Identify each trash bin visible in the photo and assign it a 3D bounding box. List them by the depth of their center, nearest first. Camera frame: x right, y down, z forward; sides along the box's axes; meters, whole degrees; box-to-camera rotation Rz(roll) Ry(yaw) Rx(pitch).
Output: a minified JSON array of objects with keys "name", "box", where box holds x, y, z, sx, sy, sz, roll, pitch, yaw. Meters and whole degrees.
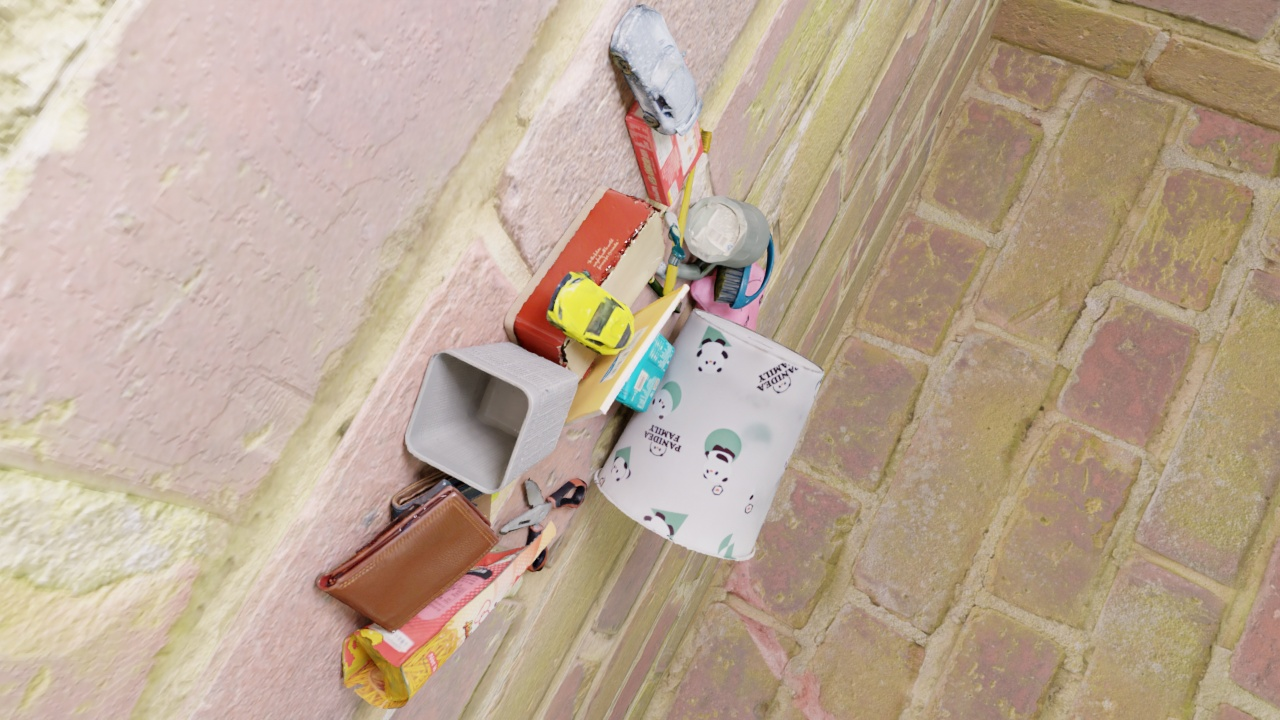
[{"name":"trash bin","box":[0.095,0.085,1.165,0.252,0.230,0.229,-66,163,10]}]

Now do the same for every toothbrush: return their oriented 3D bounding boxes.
[{"name":"toothbrush","box":[0.032,-0.126,0.927,0.018,0.016,0.191,-59,-168,18]},{"name":"toothbrush","box":[0.051,-0.162,1.021,0.015,0.017,0.190,-36,142,-62]},{"name":"toothbrush","box":[0.027,-0.084,1.108,0.186,0.012,0.017,37,74,-73]}]

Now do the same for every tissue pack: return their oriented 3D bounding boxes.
[{"name":"tissue pack","box":[-0.006,0.006,1.070,0.093,0.050,0.133,-65,164,-4]}]

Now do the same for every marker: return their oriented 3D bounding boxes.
[{"name":"marker","box":[0.013,-0.110,1.018,0.017,0.017,0.145,-64,164,0]}]

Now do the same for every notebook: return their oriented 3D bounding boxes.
[{"name":"notebook","box":[-0.042,0.010,0.849,0.145,0.010,0.207,-56,-165,-27]}]

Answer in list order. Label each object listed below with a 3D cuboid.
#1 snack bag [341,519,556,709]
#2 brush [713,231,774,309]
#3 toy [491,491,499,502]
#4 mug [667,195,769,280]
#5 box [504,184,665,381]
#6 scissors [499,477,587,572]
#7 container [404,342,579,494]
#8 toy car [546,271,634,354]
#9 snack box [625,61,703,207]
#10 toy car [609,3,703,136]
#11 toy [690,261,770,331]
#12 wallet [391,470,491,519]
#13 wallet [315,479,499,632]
[{"name":"snack bag","box":[-0.171,0.222,0.836,0.129,0.073,0.207,-32,-178,38]},{"name":"brush","box":[0.140,-0.133,1.211,0.055,0.073,0.143,126,-23,-67]},{"name":"toy","box":[-0.144,0.104,0.832,0.100,0.031,0.096,-57,159,-2]},{"name":"mug","box":[0.091,-0.142,1.118,0.124,0.083,0.103,-43,168,18]},{"name":"box","box":[-0.039,-0.064,0.823,0.168,0.078,0.091,-57,161,-21]},{"name":"scissors","box":[-0.112,0.182,1.070,0.188,0.015,0.227,-46,156,-45]},{"name":"container","box":[-0.113,0.039,0.739,0.090,0.090,0.114,-68,166,15]},{"name":"toy car","box":[-0.036,-0.035,0.744,0.048,0.032,0.105,-63,147,-4]},{"name":"snack box","box":[0.026,-0.217,0.886,0.075,0.025,0.153,-61,163,-12]},{"name":"toy car","box":[0.016,-0.240,0.767,0.054,0.037,0.120,-58,143,-13]},{"name":"toy","box":[0.135,-0.083,1.304,0.194,0.075,0.179,-47,135,-38]},{"name":"wallet","box":[-0.168,0.141,0.784,0.090,0.033,0.115,-23,143,-33]},{"name":"wallet","box":[-0.179,0.155,0.724,0.124,0.032,0.101,-39,147,-10]}]
